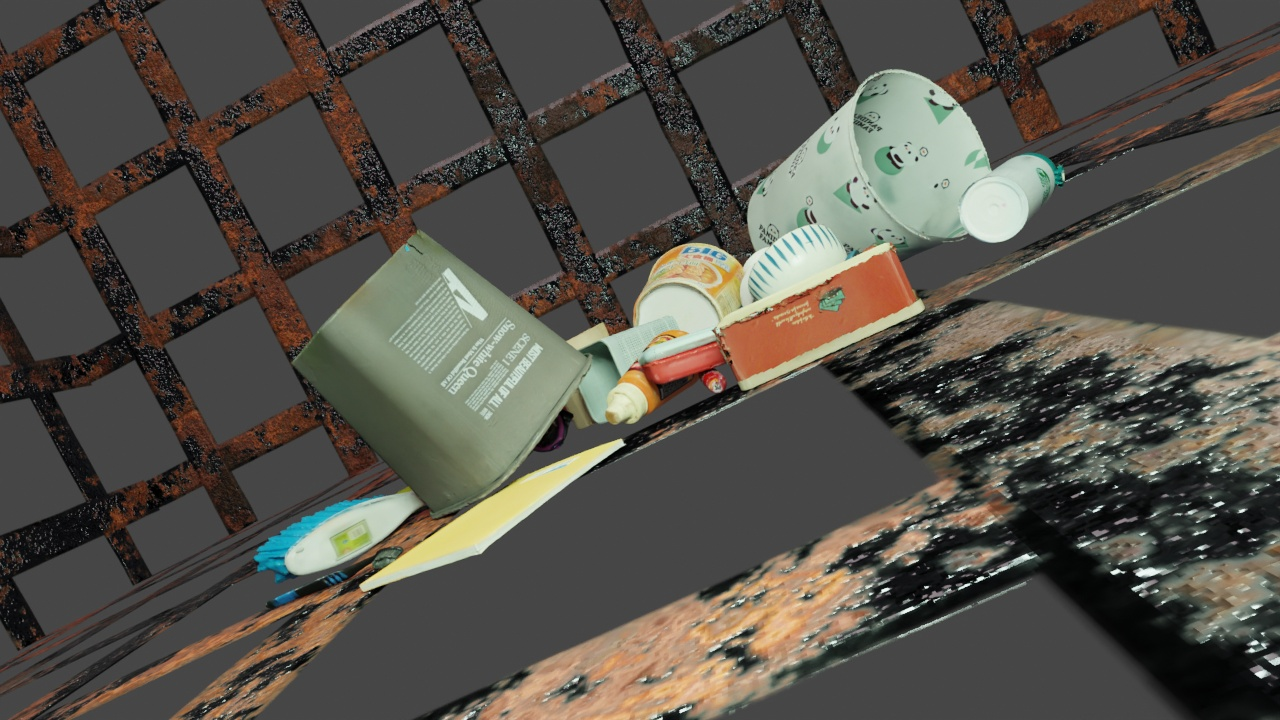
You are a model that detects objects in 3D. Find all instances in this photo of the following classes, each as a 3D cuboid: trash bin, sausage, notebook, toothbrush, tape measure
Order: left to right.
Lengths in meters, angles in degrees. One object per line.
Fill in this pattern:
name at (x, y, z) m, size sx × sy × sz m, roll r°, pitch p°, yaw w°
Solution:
toothbrush at (-0.284, 0.202, 0.838) m, size 0.190 × 0.014 × 0.016 m, roll -25°, pitch 28°, yaw 27°
trash bin at (-0.204, 0.009, 0.927) m, size 0.199 × 0.220 × 0.198 m, roll -28°, pitch 22°, yaw 51°
notebook at (-0.119, 0.126, 0.769) m, size 0.146 × 0.010 × 0.205 m, roll -24°, pitch 4°, yaw 34°
tape measure at (-0.110, 0.075, 1.037) m, size 0.058 × 0.057 × 0.039 m, roll -61°, pitch 4°, yaw 1°
sausage at (0.069, 0.017, 0.905) m, size 0.020 × 0.020 × 0.156 m, roll -26°, pitch 4°, yaw 1°
trash bin at (0.285, -0.217, 1.213) m, size 0.229 × 0.229 × 0.253 m, roll -29°, pitch 0°, yaw -33°

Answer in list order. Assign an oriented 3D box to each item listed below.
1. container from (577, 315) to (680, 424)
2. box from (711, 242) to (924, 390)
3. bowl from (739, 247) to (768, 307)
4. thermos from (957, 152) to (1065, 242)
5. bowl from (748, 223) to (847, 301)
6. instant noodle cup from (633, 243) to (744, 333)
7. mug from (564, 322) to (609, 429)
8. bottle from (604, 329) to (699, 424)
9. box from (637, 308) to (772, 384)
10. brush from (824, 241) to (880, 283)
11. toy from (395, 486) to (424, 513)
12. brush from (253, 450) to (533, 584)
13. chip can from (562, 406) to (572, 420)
container at (-0.006, 0.006, 1.058) m, size 0.111 × 0.090 × 0.090 m, roll -26°, pitch 3°, yaw -37°
box at (0.149, -0.047, 0.795) m, size 0.168 × 0.077 × 0.091 m, roll -25°, pitch 5°, yaw 16°
bowl at (0.164, -0.100, 1.130) m, size 0.118 × 0.064 × 0.118 m, roll -25°, pitch -29°, yaw -15°
thermos at (0.409, -0.184, 0.997) m, size 0.073 × 0.073 × 0.223 m, roll -24°, pitch 4°, yaw 37°
bowl at (0.187, -0.088, 1.034) m, size 0.116 × 0.066 × 0.117 m, roll -22°, pitch -35°, yaw -16°
instant noodle cup at (0.064, -0.065, 1.198) m, size 0.152 × 0.151 × 0.111 m, roll -24°, pitch 13°, yaw 27°
mug at (-0.058, 0.016, 1.141) m, size 0.084 × 0.103 × 0.124 m, roll -24°, pitch 4°, yaw 30°
bottle at (0.010, 0.023, 0.956) m, size 0.067 × 0.067 × 0.149 m, roll -23°, pitch 12°, yaw 43°
box at (0.095, -0.027, 0.904) m, size 0.201 × 0.047 × 0.087 m, roll -18°, pitch 3°, yaw -7°
brush at (0.224, -0.083, 0.947) m, size 0.074 × 0.055 × 0.143 m, roll -25°, pitch 4°, yaw 19°
toy at (-0.266, 0.163, 1.113) m, size 0.100 × 0.031 × 0.097 m, roll -27°, pitch 6°, yaw -21°
brush at (-0.262, 0.159, 1.023) m, size 0.110 × 0.060 × 0.313 m, roll -15°, pitch 9°, yaw 46°
chip can at (-0.093, 0.045, 1.252) m, size 0.216 × 0.073 × 0.073 m, roll -25°, pitch 4°, yaw 2°
